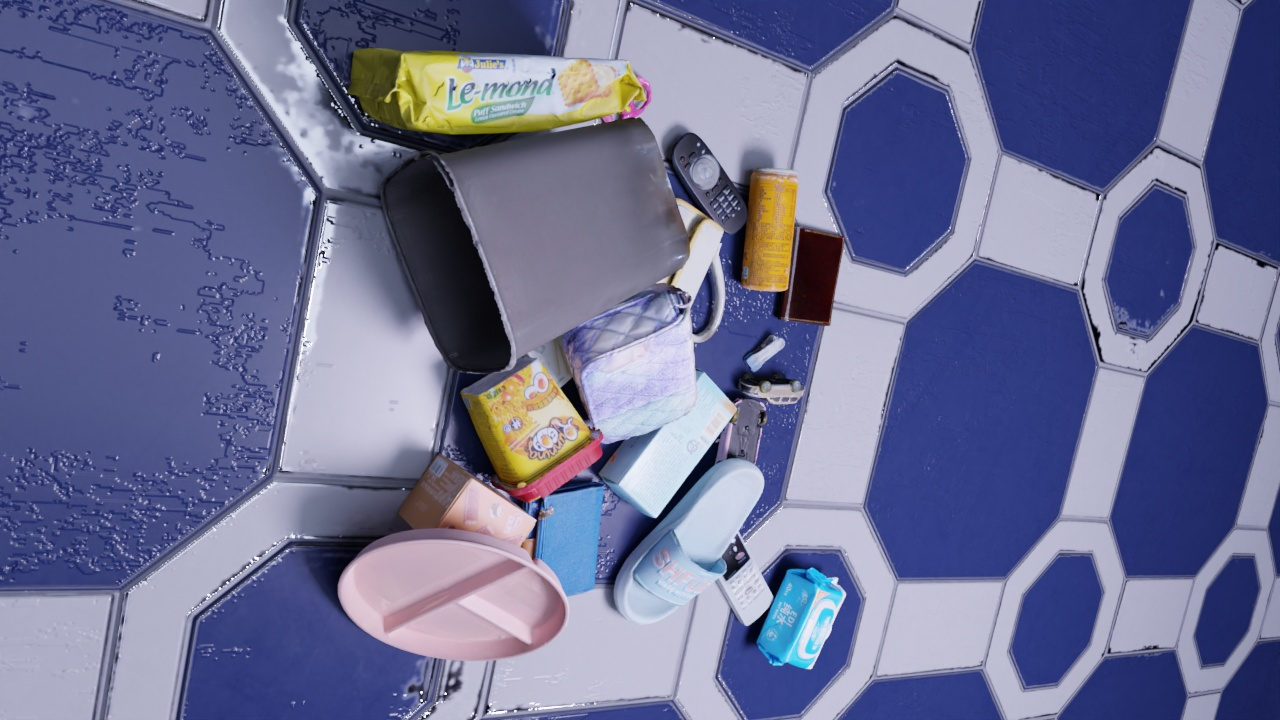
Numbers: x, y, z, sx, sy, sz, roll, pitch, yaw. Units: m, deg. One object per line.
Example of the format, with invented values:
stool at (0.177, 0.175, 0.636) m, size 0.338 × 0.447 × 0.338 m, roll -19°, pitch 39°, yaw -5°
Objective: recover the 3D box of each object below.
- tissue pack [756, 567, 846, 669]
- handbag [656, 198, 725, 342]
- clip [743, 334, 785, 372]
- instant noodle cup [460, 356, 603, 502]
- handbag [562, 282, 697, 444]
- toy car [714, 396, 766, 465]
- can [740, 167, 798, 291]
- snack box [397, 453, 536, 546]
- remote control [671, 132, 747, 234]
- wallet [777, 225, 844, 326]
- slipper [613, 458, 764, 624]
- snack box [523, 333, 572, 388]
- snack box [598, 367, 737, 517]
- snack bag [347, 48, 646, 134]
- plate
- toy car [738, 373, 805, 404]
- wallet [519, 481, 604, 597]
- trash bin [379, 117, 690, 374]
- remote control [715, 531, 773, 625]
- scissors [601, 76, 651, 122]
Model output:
tissue pack at (0.223, 0.354, 1.260) m, size 0.090 × 0.063 × 0.140 m, roll 30°, pitch 84°, yaw -47°
handbag at (0.046, -0.089, 1.056) m, size 0.178 × 0.063 × 0.163 m, roll 21°, pitch 94°, yaw -42°
clip at (0.159, -0.010, 1.173) m, size 0.056 × 0.029 × 0.024 m, roll -40°, pitch 117°, yaw -11°
instant noodle cup at (-0.120, 0.067, 0.964) m, size 0.116 × 0.116 × 0.124 m, roll -33°, pitch 105°, yaw -22°
handbag at (-0.006, 0.006, 0.982) m, size 0.134 × 0.075 × 0.194 m, roll -21°, pitch 150°, yaw -8°
toy car at (0.124, 0.106, 1.166) m, size 0.056 × 0.037 × 0.122 m, roll 8°, pitch 94°, yaw -30°
can at (0.157, -0.158, 1.114) m, size 0.058 × 0.058 × 0.146 m, roll -2°, pitch 102°, yaw -32°
snack box at (-0.180, 0.162, 0.950) m, size 0.094 × 0.093 × 0.077 m, roll 40°, pitch 78°, yaw -33°
remote control at (0.078, -0.205, 1.073) m, size 0.053 × 0.024 × 0.136 m, roll -47°, pitch 120°, yaw -13°
wallet at (0.223, -0.108, 1.192) m, size 0.096 × 0.020 × 0.122 m, roll 4°, pitch 98°, yaw -38°
slipper at (0.070, 0.229, 1.122) m, size 0.104 × 0.074 × 0.245 m, roll 38°, pitch 91°, yaw -35°
snack box at (-0.108, -0.053, 0.980) m, size 0.084 × 0.027 × 0.157 m, roll -43°, pitch 115°, yaw -17°
snack box at (0.034, 0.096, 1.097) m, size 0.074 × 0.052 × 0.174 m, roll 46°, pitch 75°, yaw -30°
snack bag at (-0.137, -0.250, 0.848) m, size 0.246 × 0.158 × 0.068 m, roll -9°, pitch 112°, yaw -30°
plate at (-0.185, 0.237, 0.923) m, size 0.229 × 0.230 × 0.028 m, roll 41°, pitch 34°, yaw -32°
toy car at (0.166, 0.036, 1.174) m, size 0.090 × 0.042 × 0.035 m, roll 3°, pitch 101°, yaw -33°
wallet at (-0.092, 0.208, 1.051) m, size 0.106 × 0.040 × 0.133 m, roll -3°, pitch 102°, yaw -41°
trash bin at (-0.095, -0.119, 0.862) m, size 0.219 × 0.199 × 0.199 m, roll -26°, pitch 102°, yaw -28°
remote control at (0.130, 0.286, 1.220) m, size 0.058 × 0.021 × 0.150 m, roll -39°, pitch 119°, yaw -19°
scissors at (-0.035, -0.251, 0.998) m, size 0.105 × 0.017 × 0.136 m, roll 18°, pitch 94°, yaw -35°
